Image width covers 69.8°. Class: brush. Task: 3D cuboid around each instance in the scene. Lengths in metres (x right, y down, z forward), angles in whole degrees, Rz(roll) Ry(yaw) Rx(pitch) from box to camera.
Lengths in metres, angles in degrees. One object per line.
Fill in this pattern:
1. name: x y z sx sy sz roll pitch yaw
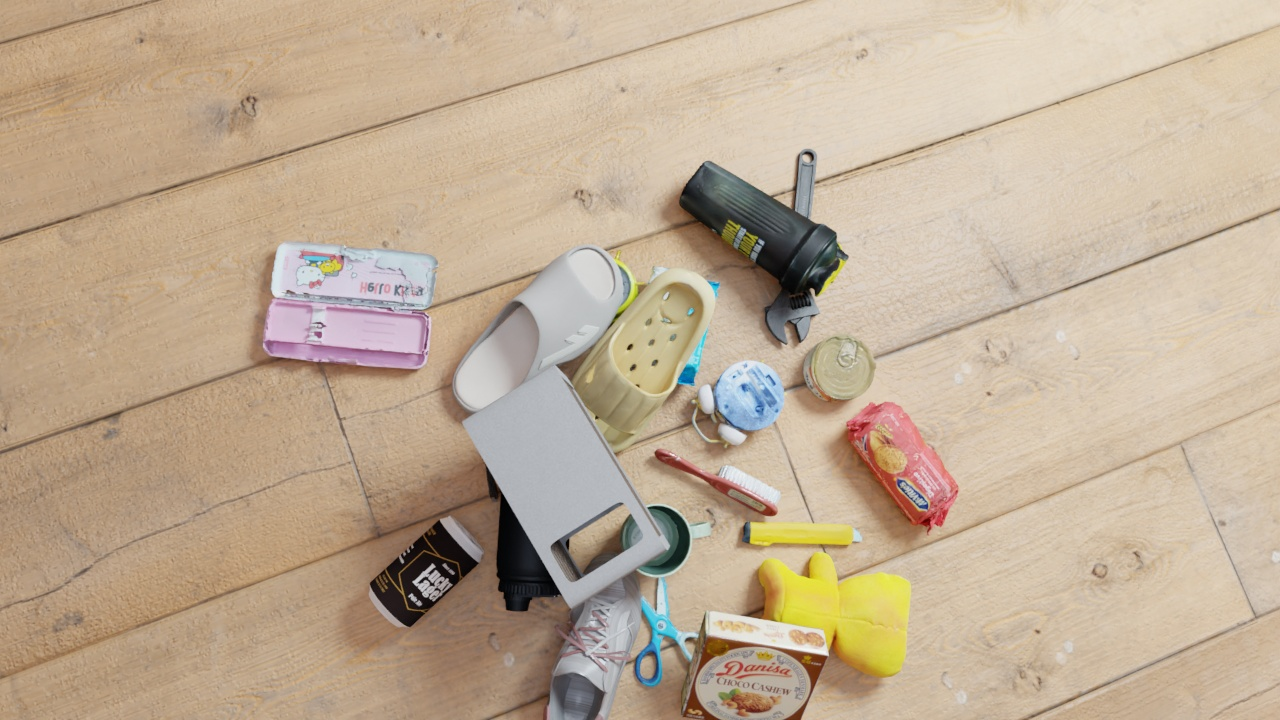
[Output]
1. brush: -0.172 0.149 1.077 0.008 0.143 0.045 -8 74 -8
2. brush: 0.099 0.146 1.161 0.172 0.041 0.030 27 63 1

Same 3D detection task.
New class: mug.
1. mug: 0.030 0.212 1.107 0.111 0.104 0.084 -10 83 -6

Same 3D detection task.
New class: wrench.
1. wrench: 0.211 -0.154 1.223 0.073 0.018 0.273 8 80 -3

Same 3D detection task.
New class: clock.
1. clock: 0.123 0.055 1.166 0.125 0.052 0.089 -34 87 -9
2. clock: -0.054 -0.081 1.167 0.119 0.057 0.083 -39 87 -3

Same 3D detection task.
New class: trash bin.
1. trash bin: -0.078 0.137 1.006 0.114 0.114 0.229 -32 81 -2

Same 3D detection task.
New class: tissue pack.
1. tissue pack: 0.040 -0.042 1.167 0.093 0.062 0.144 14 79 0

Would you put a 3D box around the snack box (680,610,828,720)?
1. snack box: 0.132 0.371 1.086 0.143 0.041 0.147 10 120 -3

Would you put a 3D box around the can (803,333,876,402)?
1. can: 0.257 0.010 1.190 0.086 0.043 0.086 1 82 -6

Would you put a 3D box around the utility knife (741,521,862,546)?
1. utility knife: 0.206 0.222 1.168 0.159 0.017 0.030 3 86 -4

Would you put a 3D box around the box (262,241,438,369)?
1. box: -0.360 -0.069 1.146 0.201 0.037 0.152 6 79 -5

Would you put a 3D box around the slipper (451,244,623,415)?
1. slipper: -0.134 -0.033 1.108 0.266 0.080 0.113 -42 81 8

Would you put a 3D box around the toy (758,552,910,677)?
1. toy: 0.239 0.307 1.125 0.194 0.087 0.134 13 77 -3

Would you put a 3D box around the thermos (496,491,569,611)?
1. thermos: -0.127 0.199 1.103 0.086 0.086 0.198 4 81 -5

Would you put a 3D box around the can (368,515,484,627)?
1. can: -0.254 0.251 1.091 0.128 0.072 0.072 -43 88 -10

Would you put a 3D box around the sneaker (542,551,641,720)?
1. sneaker: -0.058 0.345 1.083 0.099 0.089 0.236 13 81 3

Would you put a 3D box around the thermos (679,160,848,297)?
1. thermos: 0.158 -0.169 1.175 0.221 0.098 0.098 36 80 13

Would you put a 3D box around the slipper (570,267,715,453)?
1. slipper: -0.006 0.006 1.097 0.111 0.079 0.262 34 108 -1

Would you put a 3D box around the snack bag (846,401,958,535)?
1. snack bag: 0.336 0.130 1.164 0.082 0.082 0.176 -37 88 -10

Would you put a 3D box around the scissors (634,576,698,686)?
1. scissors: 0.018 0.339 1.136 0.117 0.013 0.140 -38 87 -5
